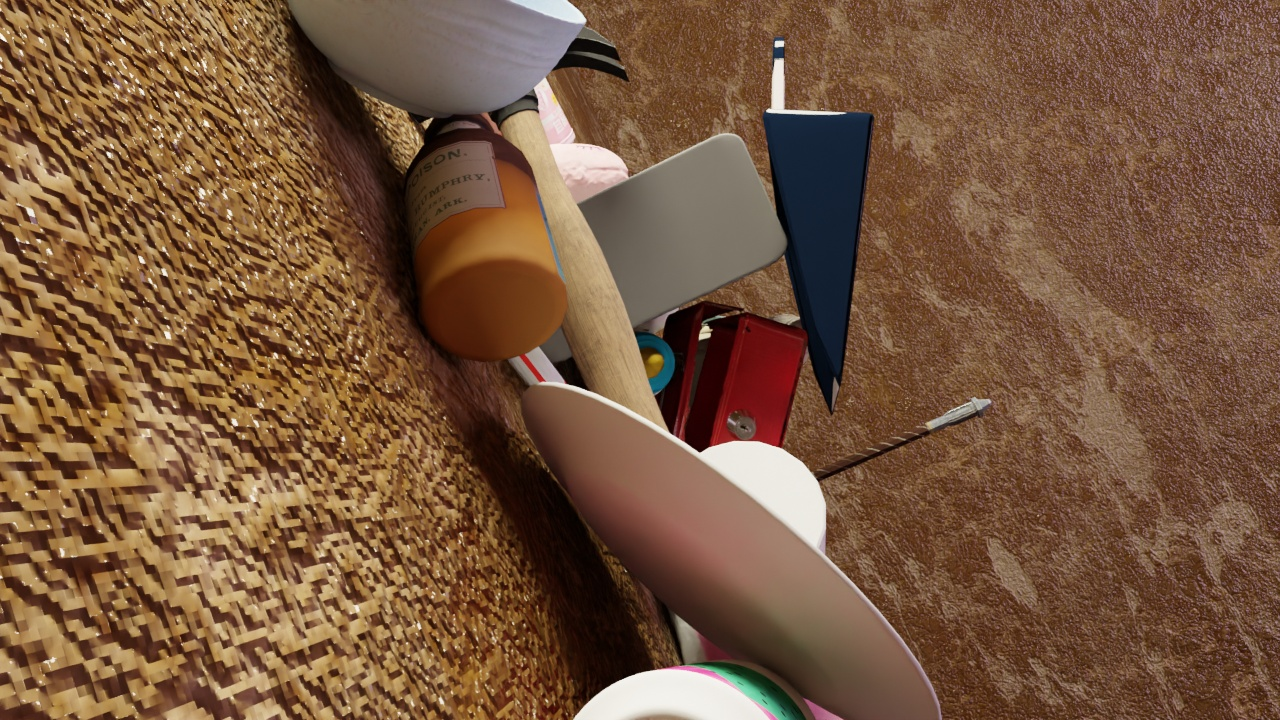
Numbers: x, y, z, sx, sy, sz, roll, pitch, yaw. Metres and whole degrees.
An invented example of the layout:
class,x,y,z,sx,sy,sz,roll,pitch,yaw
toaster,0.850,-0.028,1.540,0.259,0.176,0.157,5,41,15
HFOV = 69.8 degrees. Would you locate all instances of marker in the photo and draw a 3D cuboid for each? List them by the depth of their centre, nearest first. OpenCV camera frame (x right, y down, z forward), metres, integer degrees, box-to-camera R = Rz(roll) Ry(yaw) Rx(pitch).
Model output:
class,x,y,z,sx,sy,sz,roll,pitch,yaw
marker,-0.062,0.007,0.551,0.146,0.019,0.019,58,10,-48

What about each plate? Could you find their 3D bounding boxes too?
class,x,y,z,sx,sy,sz,roll,pitch,yaw
plate,0.029,0.102,0.437,0.242,0.016,0.243,37,-21,17

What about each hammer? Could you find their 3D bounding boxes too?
class,x,y,z,sx,sy,sz,roll,pitch,yaw
hammer,-0.037,-0.064,0.534,0.040,0.132,0.305,46,21,-73
hammer,0.199,0.108,0.924,0.044,0.322,0.098,57,11,-49

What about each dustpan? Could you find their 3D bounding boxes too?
class,x,y,z,sx,sy,sz,roll,pitch,yaw
dustpan,0.122,-0.107,0.682,0.236,0.080,0.273,35,62,-77

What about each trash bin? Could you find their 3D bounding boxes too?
class,x,y,z,sx,sy,sz,roll,pitch,yaw
trash bin,0.008,-0.085,0.698,0.219,0.192,0.097,-54,120,-81

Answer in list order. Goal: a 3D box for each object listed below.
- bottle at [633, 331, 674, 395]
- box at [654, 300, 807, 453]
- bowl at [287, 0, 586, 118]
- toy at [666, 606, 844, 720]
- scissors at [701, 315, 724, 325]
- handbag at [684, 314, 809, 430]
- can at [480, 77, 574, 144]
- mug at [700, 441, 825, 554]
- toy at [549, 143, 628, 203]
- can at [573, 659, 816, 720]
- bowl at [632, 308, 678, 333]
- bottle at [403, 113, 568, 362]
class,x,y,z,sx,sy,sz,roll,pitch,yaw
bottle,-0.004,0.004,0.673,0.051,0.051,0.146,65,-12,-3
box,0.048,0.040,0.686,0.129,0.086,0.158,178,-74,-77
bowl,-0.110,-0.168,0.451,0.150,0.075,0.150,25,23,-12
toy,0.097,0.207,0.619,0.265,0.128,0.186,57,8,24
scissors,0.018,-0.045,0.889,0.017,0.174,0.077,-48,128,-33
handbag,0.067,0.030,0.871,0.229,0.184,0.132,-171,-122,-78
can,-0.104,-0.216,0.822,0.076,0.067,0.067,61,8,-28
mug,0.048,0.109,0.547,0.090,0.121,0.090,74,18,-55
toy,-0.068,-0.144,0.742,0.105,0.108,0.053,-172,-106,-72
can,0.027,0.168,0.370,0.166,0.088,0.088,48,18,-69
bowl,-0.019,-0.066,0.855,0.054,0.105,0.105,-36,104,-46
bottle,-0.084,-0.077,0.465,0.068,0.068,0.156,58,10,-49
